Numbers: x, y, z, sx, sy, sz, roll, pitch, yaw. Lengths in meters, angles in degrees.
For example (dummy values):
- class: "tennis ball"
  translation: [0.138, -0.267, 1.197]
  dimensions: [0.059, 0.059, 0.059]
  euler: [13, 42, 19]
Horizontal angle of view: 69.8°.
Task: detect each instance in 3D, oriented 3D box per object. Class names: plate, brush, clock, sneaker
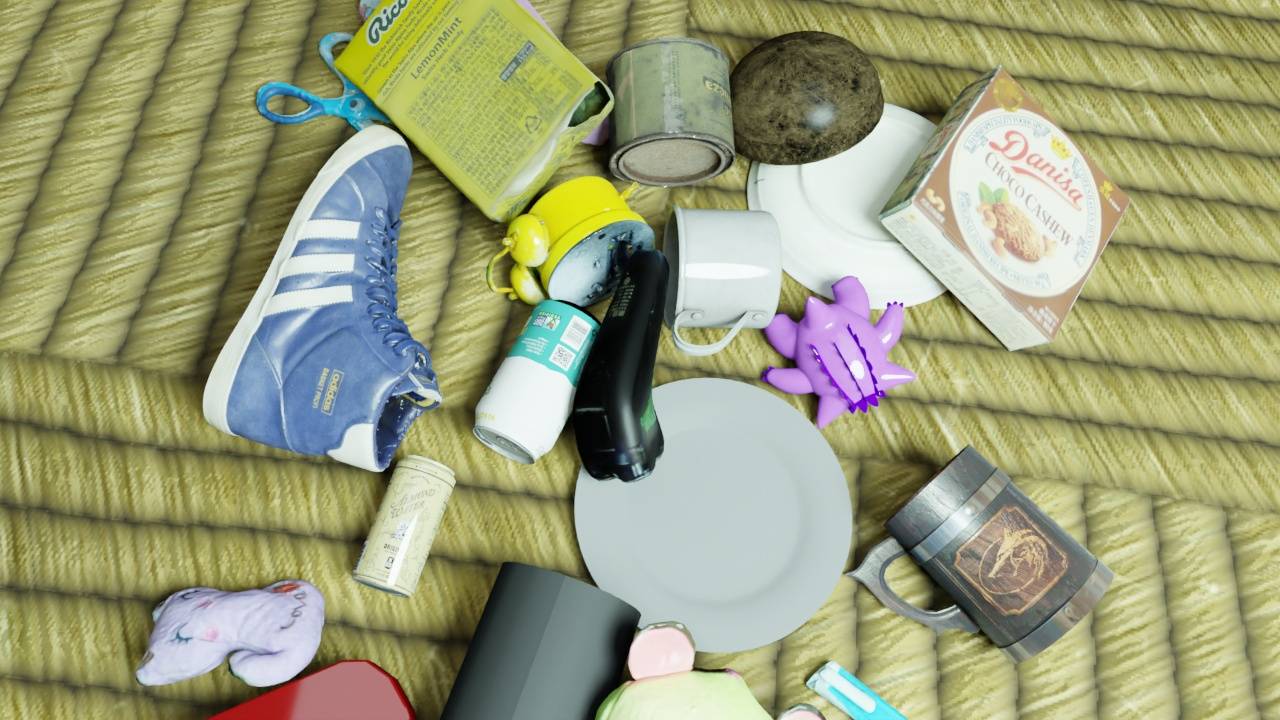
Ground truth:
- class: "plate"
  translation: [0.172, -0.127, 0.682]
  dimensions: [0.182, 0.034, 0.182]
  euler: [1, 67, -3]
- class: "brush"
  translation: [-0.207, 0.231, 0.502]
  dimensions: [0.173, 0.042, 0.082]
  euler: [-21, 70, -12]
- class: "clock"
  translation: [-0.048, -0.075, 0.620]
  dimensions: [0.118, 0.083, 0.057]
  euler: [-26, 66, -17]
- class: "plate"
  translation: [0.047, 0.096, 0.592]
  dimensions: [0.178, 0.012, 0.178]
  euler: [1, 67, -3]
- class: "sneaker"
  translation: [-0.165, -0.040, 0.592]
  dimensions: [0.118, 0.091, 0.232]
  euler: [21, 68, 10]

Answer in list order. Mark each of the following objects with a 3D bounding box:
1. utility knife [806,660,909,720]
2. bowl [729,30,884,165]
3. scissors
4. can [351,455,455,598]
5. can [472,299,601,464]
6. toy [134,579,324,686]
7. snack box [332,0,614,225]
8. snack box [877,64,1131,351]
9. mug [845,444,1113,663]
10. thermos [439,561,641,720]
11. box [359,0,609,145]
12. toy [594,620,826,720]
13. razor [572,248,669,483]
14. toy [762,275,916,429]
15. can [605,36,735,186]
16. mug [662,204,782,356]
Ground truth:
- class: "utility knife"
  translation: [0.172, 0.236, 0.538]
  dimensions: [0.167, 0.015, 0.022]
  euler: [37, 70, 13]
- class: "bowl"
  translation: [0.115, -0.204, 0.674]
  dimensions: [0.121, 0.056, 0.121]
  euler: [-9, 49, 11]
- class: "scissors"
  translation: [-0.229, -0.189, 0.696]
  dimensions: [0.118, 0.013, 0.140]
  euler: [-31, 74, -16]
- class: "can"
  translation: [-0.144, 0.101, 0.563]
  dimensions: [0.038, 0.038, 0.079]
  euler: [16, 67, 3]
- class: "can"
  translation: [-0.065, 0.013, 0.596]
  dimensions: [0.055, 0.055, 0.101]
  euler: [25, 68, 7]
- class: "toy"
  translation: [-0.233, 0.157, 0.524]
  dimensions: [0.099, 0.036, 0.080]
  euler: [-7, 31, -10]
- class: "snack box"
  translation: [-0.112, -0.190, 0.628]
  dimensions: [0.181, 0.045, 0.121]
  euler: [45, 102, 16]
- class: "snack box"
  translation: [0.260, -0.107, 0.649]
  dimensions: [0.143, 0.041, 0.146]
  euler: [41, 68, -11]
- class: "mug"
  translation: [0.201, 0.128, 0.561]
  dimensions: [0.116, 0.080, 0.107]
  euler: [-46, 74, 8]
- class: "thermos"
  translation: [-0.072, 0.218, 0.492]
  dimensions: [0.086, 0.086, 0.198]
  euler: [19, 67, 4]
- class: "box"
  translation: [-0.120, -0.226, 0.709]
  dimensions: [0.090, 0.091, 0.214]
  euler: [-10, 60, -55]
- class: "toy"
  translation: [0.018, 0.255, 0.475]
  dimensions: [0.150, 0.107, 0.196]
  euler: [32, 59, -18]
- class: "razor"
  translation: [-0.003, 0.003, 0.583]
  dimensions: [0.067, 0.054, 0.151]
  euler: [26, 68, -40]
- class: "toy"
  translation: [0.133, -0.006, 0.615]
  dimensions: [0.106, 0.056, 0.088]
  euler: [-29, 82, 9]
- class: "can"
  translation: [0.021, -0.174, 0.655]
  dimensions: [0.090, 0.090, 0.074]
  euler: [-2, 79, -5]
- class: "mug"
  translation: [0.053, -0.050, 0.612]
  dimensions: [0.070, 0.084, 0.113]
  euler: [0, 55, -6]
